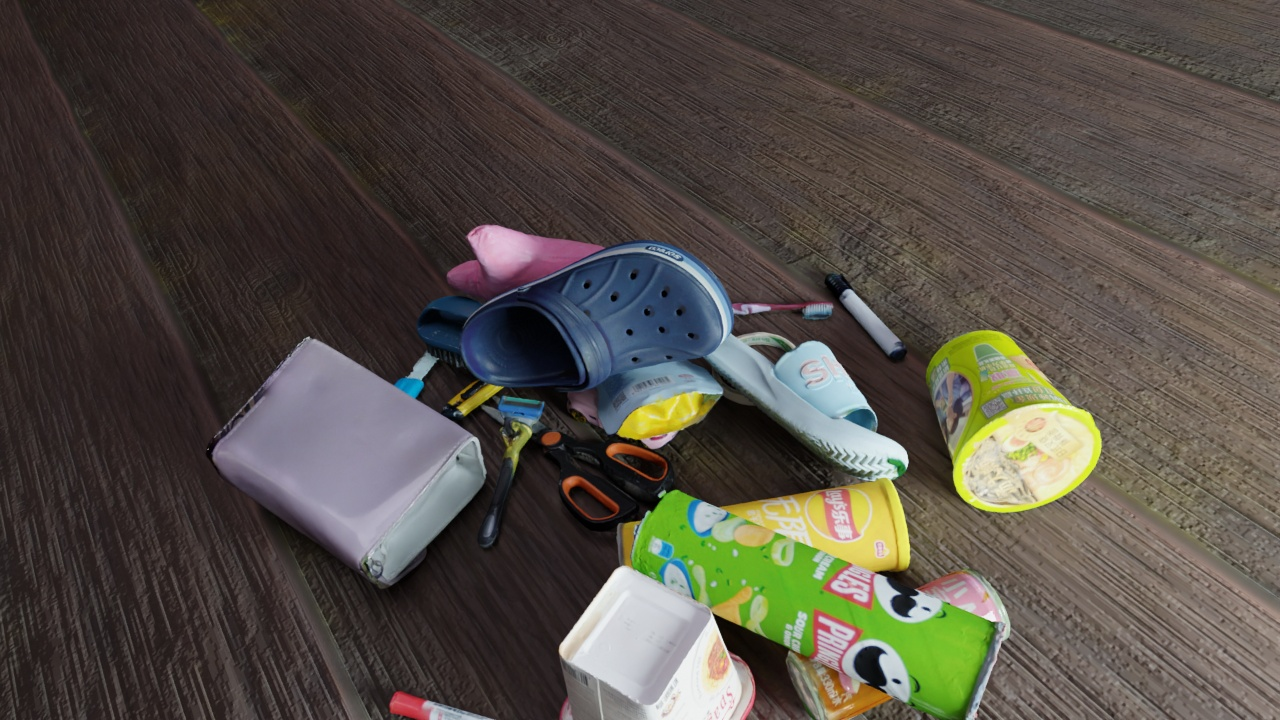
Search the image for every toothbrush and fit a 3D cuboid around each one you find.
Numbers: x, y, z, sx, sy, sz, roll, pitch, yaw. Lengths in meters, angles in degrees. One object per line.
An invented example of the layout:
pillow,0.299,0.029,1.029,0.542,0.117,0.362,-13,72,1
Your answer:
toothbrush,0.100,-0.049,0.932,0.188,0.016,0.017,-1,56,11

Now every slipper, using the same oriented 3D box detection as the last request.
slipper,-0.051,-0.028,0.774,0.253,0.105,0.095,-10,25,24
slipper,0.132,0.018,0.781,0.074,0.104,0.245,-50,54,-1

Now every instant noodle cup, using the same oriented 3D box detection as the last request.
instant noodle cup,0.289,0.040,0.743,0.112,0.112,0.123,-10,38,3
instant noodle cup,0.006,0.213,0.617,0.117,0.124,0.116,21,54,29

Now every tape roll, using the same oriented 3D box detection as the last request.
tape roll,0.111,0.007,0.874,0.086,0.014,0.085,-7,45,7

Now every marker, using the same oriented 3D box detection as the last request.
marker,0.220,-0.046,0.898,0.022,0.018,0.130,-27,45,-5
marker,-0.118,0.267,0.668,0.145,0.017,0.017,8,48,20

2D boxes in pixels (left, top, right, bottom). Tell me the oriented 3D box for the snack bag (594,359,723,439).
snack bag,-0.005,0.005,0.838,0.110,0.039,0.191,-25,31,-6

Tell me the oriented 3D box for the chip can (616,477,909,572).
chip can,0.092,0.141,0.705,0.213,0.072,0.072,-9,45,4

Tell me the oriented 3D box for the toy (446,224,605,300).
toy,-0.086,-0.079,0.861,0.179,0.194,0.074,-13,64,44

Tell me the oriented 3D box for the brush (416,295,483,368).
brush,-0.168,-0.029,0.908,0.144,0.074,0.055,17,50,35

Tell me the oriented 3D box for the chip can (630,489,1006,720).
chip can,0.109,0.157,0.600,0.236,0.072,0.072,19,53,25

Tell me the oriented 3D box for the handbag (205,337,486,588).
handbag,-0.254,0.090,0.799,0.197,0.099,0.144,28,55,20

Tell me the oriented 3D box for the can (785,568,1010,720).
can,0.178,0.199,0.638,0.147,0.058,0.058,-22,45,-9

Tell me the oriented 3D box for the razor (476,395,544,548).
razor,-0.120,0.100,0.818,0.043,0.022,0.142,5,62,13

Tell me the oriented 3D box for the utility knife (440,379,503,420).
utility knife,-0.139,0.012,0.922,0.156,0.015,0.033,-39,35,-26

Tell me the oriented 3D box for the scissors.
scissors,-0.061,0.077,0.846,0.152,0.022,0.234,-19,39,-13

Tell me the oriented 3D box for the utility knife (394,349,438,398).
utility knife,-0.243,0.042,0.916,0.034,0.018,0.224,16,52,18

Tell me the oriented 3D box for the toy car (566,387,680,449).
toy car,-0.016,0.043,0.853,0.122,0.037,0.056,21,52,31
